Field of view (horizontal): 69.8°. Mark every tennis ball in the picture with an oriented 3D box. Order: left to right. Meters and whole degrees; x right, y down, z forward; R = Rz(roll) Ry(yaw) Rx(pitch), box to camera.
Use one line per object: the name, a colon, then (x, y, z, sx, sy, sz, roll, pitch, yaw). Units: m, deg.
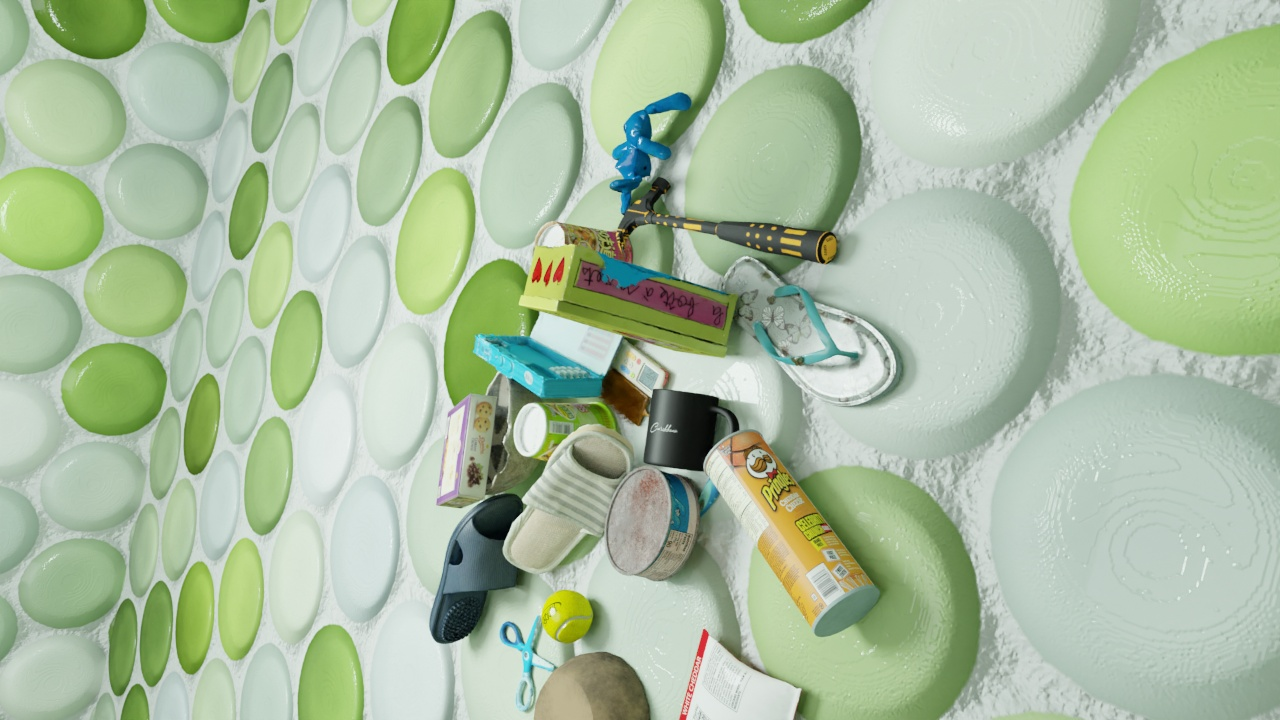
tennis ball: (-0.094, 0.328, 1.177, 0.066, 0.065, 0.065, -13, 72, 45)

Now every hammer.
hammer: (0.093, -0.152, 1.085, 0.321, 0.036, 0.123, 19, 69, 45)

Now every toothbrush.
toothbrush: (0.067, 0.176, 1.075, 0.022, 0.017, 0.135, 48, 113, 43)

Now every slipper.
slipper: (-0.228, 0.313, 1.303, 0.082, 0.101, 0.264, 42, 116, 44)
slipper: (-0.098, 0.190, 1.180, 0.273, 0.114, 0.053, -57, 16, 33)
slipper: (0.161, -0.032, 0.990, 0.269, 0.054, 0.098, 41, 114, 45)

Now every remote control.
remote control: (-0.007, 0.007, 1.188, 0.125, 0.018, 0.038, 37, 109, 44)

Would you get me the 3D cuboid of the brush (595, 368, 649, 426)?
brush: (-0.012, 0.057, 1.178, 0.126, 0.017, 0.048, 38, 117, 45)

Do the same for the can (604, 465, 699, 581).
can: (0.012, 0.193, 1.087, 0.130, 0.044, 0.129, -33, 47, 44)

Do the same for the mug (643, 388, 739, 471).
mug: (0.061, 0.083, 1.057, 0.114, 0.078, 0.088, 5, 85, 36)

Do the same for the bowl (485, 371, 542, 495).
bowl: (-0.176, 0.107, 1.296, 0.179, 0.081, 0.178, 11, 90, 67)

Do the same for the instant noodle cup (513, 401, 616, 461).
instant noodle cup: (-0.103, 0.096, 1.207, 0.099, 0.107, 0.098, -15, 70, 45)

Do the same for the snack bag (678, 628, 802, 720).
snack bag: (0.098, 0.378, 0.977, 0.144, 0.039, 0.131, 17, 94, 48)

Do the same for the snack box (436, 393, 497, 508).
snack box: (-0.248, 0.131, 1.298, 0.148, 0.040, 0.143, 151, 127, -63)

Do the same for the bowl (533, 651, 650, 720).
bowl: (-0.068, 0.441, 1.119, 0.163, 0.070, 0.162, -13, 72, 45)

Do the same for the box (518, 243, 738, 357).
box: (-0.014, -0.067, 1.048, 0.124, 0.220, 0.083, 12, 89, 60)

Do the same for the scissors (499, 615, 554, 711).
scissors: (-0.163, 0.411, 1.274, 0.140, 0.011, 0.134, 24, 102, 48)

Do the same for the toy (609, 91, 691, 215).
toy: (0.002, -0.273, 1.192, 0.176, 0.071, 0.112, -63, 10, 11)

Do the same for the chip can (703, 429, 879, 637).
chip can: (0.149, 0.171, 0.940, 0.075, 0.075, 0.215, -55, 47, 24)

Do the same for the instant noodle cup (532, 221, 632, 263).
instant noodle cup: (-0.083, -0.140, 1.235, 0.098, 0.108, 0.097, -13, 72, 46)

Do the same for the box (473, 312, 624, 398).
box: (-0.117, -0.015, 1.264, 0.227, 0.169, 0.086, 26, 145, 54)
